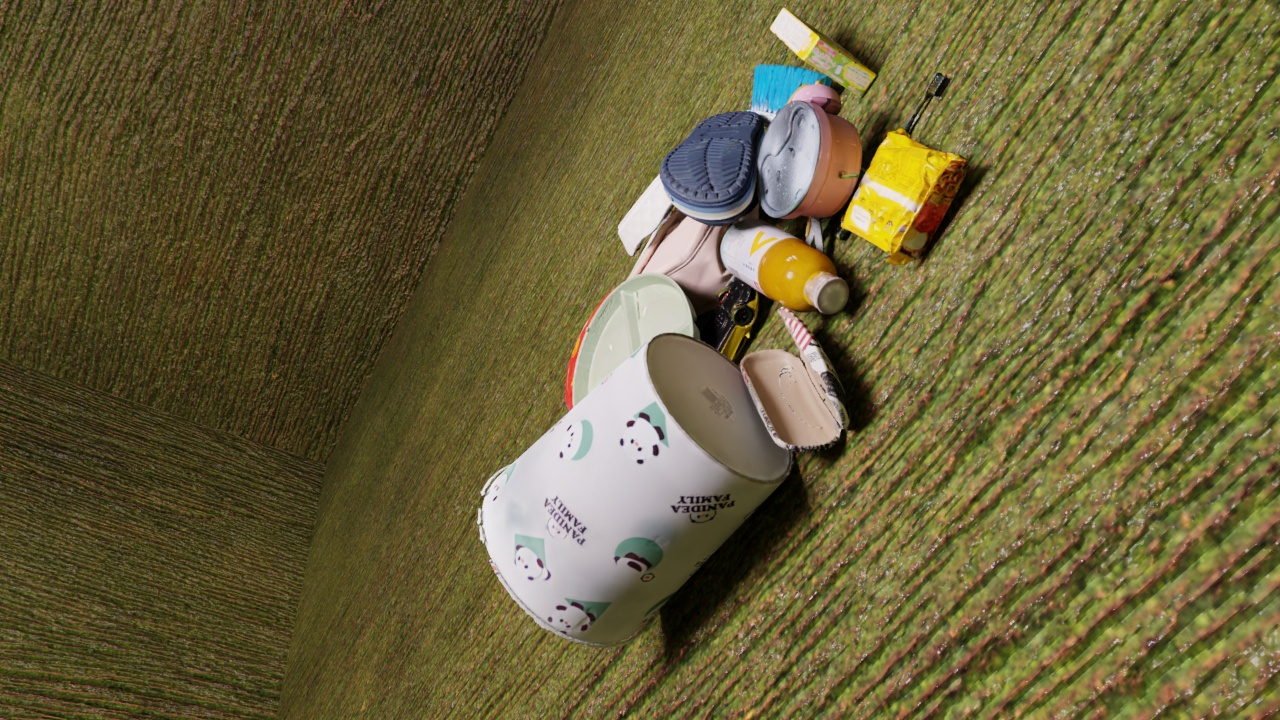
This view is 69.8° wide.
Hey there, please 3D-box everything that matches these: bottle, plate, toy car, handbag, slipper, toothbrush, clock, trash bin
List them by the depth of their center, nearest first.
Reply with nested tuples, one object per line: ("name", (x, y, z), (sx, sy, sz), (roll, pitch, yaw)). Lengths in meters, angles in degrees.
("trash bin", (0.002, 0.122, 0.917), (0.253, 0.229, 0.229), (-46, 30, 28))
("toothbrush", (0.250, -0.201, 0.919), (0.186, 0.012, 0.017), (-60, 35, 16))
("clock", (0.168, -0.215, 0.938), (0.117, 0.059, 0.158), (124, 143, -50))
("bottle", (0.148, -0.095, 0.947), (0.068, 0.068, 0.189), (-62, 29, 11))
("slipper", (0.091, -0.212, 1.055), (0.105, 0.095, 0.252), (-4, 33, 17))
("toy car", (0.094, -0.025, 1.056), (0.156, 0.041, 0.071), (-63, 23, 15))
("plate", (-0.007, 0.006, 1.104), (0.231, 0.027, 0.229), (-25, 58, 47))
("handbag", (0.086, -0.174, 1.183), (0.194, 0.093, 0.233), (-25, 39, 58))
("plate", (0.040, -0.235, 1.263), (0.205, 0.045, 0.204), (-50, 5, 5))
("toothbrush", (0.003, -0.152, 1.406), (0.180, 0.016, 0.016), (-62, 29, 9))

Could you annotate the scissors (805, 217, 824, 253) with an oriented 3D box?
("scissors", (0.185, -0.157, 0.973), (0.159, 0.014, 0.181), (-111, 37, -50))

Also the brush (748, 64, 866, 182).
("brush", (0.197, -0.280, 1.063), (0.109, 0.060, 0.314), (-68, 25, 11))

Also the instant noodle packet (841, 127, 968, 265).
("instant noodle packet", (0.242, -0.154, 0.854), (0.111, 0.044, 0.128), (-61, 21, 17))

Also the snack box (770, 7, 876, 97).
("snack box", (0.208, -0.356, 1.056), (0.034, 0.087, 0.140), (-56, 26, 22))

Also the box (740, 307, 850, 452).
("box", (0.141, 0.022, 0.868), (0.087, 0.076, 0.162), (-32, 35, 8))

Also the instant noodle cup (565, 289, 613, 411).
("instant noodle cup", (-0.034, -0.004, 1.287), (0.194, 0.066, 0.193), (-49, 28, 37))
